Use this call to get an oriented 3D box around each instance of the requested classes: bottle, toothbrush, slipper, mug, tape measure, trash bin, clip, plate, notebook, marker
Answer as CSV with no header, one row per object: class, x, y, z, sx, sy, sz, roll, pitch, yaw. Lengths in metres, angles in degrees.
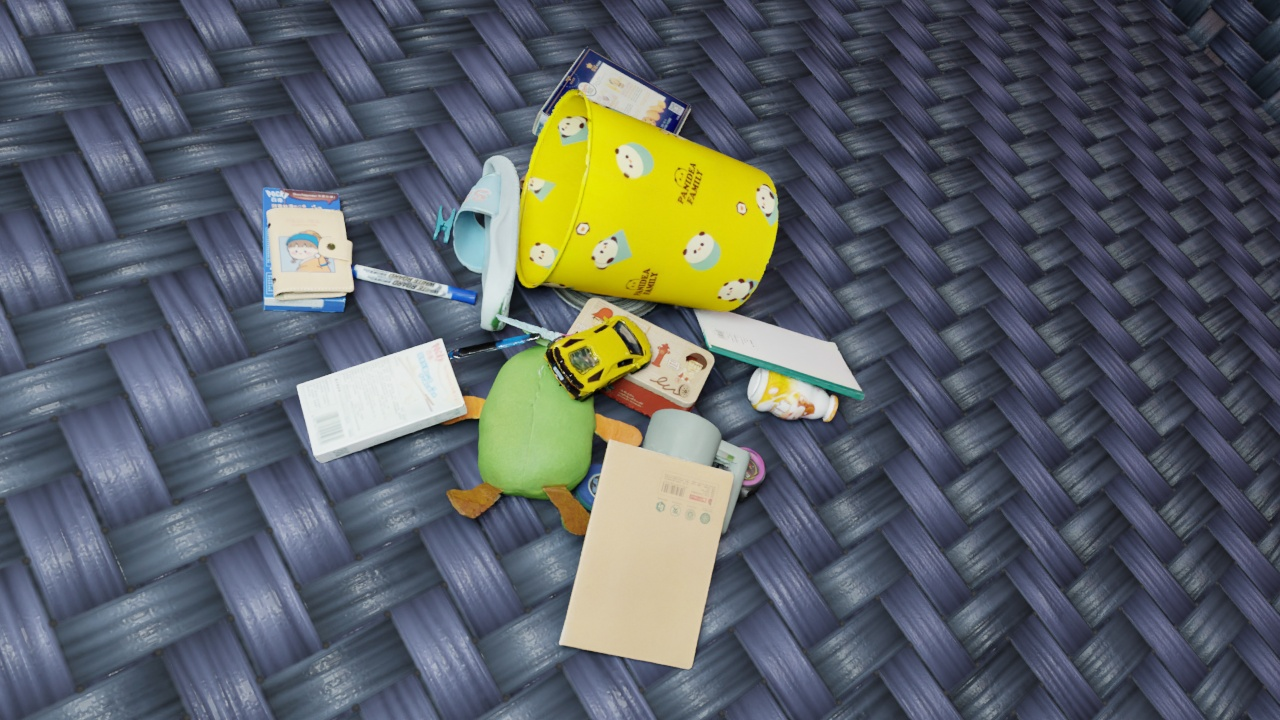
bottle,0.192,0.045,1.149,0.108,0.063,0.063,18,53,-11
toothbrush,-0.200,-0.008,0.993,0.189,0.016,0.014,-12,60,3
slipper,-0.184,-0.138,1.080,0.074,0.104,0.245,4,51,-13
mug,0.054,0.126,1.017,0.124,0.084,0.103,25,61,-6
tape measure,0.117,0.132,1.076,0.057,0.039,0.057,39,58,14
trash bin,0.008,-0.173,1.093,0.255,0.230,0.229,11,55,-23
clip,-0.243,-0.169,1.136,0.043,0.014,0.056,12,55,-15
plate,-0.051,-0.123,1.183,0.179,0.024,0.179,11,57,-17
notebook,0.172,-0.016,1.168,0.209,0.012,0.150,17,23,-12
tape measure,-0.045,0.141,1.009,0.054,0.025,0.058,13,50,-13
marker,-0.264,-0.089,1.072,0.145,0.017,0.016,12,55,-15
notebook,0.010,0.199,0.938,0.147,0.008,0.207,17,80,-20

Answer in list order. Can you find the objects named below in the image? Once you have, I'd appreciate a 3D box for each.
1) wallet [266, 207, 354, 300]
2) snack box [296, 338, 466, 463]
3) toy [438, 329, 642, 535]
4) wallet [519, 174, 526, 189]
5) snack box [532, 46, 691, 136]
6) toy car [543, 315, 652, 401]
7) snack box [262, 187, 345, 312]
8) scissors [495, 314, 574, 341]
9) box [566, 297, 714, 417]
wallet,-0.362,-0.118,1.011,0.087,0.024,0.115,-5,60,-21
snack box,-0.267,0.040,0.948,0.156,0.027,0.084,-19,66,-11
toy,-0.111,0.075,0.984,0.227,0.090,0.246,10,51,-3
wallet,-0.089,-0.239,1.227,0.115,0.020,0.101,25,45,7
snack box,-0.037,-0.349,1.324,0.182,0.046,0.177,28,52,-4
toy car,-0.040,-0.009,0.998,0.155,0.041,0.071,-25,78,-47
snack box,-0.382,-0.126,1.039,0.084,0.026,0.157,0,59,-23
scissors,-0.097,-0.027,1.015,0.133,0.017,0.057,21,40,-17
box,-0.007,0.007,1.092,0.168,0.077,0.091,27,53,3
